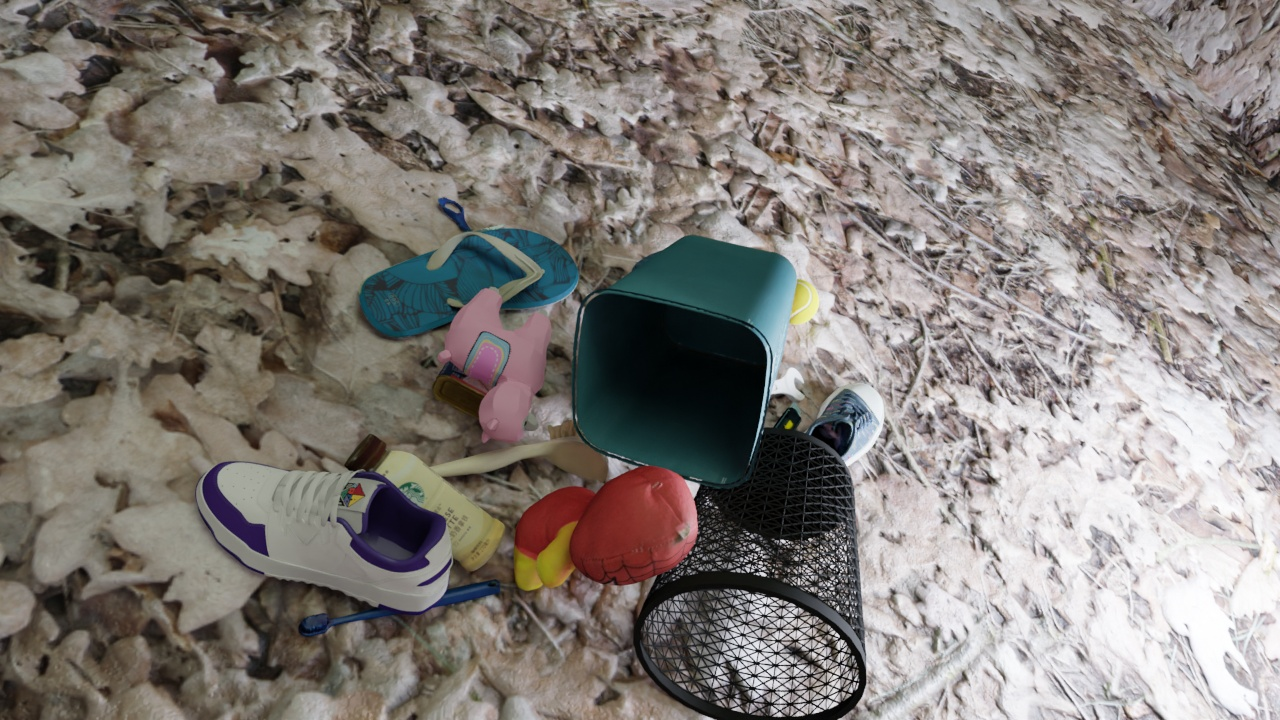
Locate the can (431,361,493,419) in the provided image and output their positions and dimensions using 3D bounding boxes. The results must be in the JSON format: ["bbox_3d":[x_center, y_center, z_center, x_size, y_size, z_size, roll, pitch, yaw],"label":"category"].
[{"bbox_3d":[-0.175,0.028,1.015,0.100,0.054,0.058,29,48,-5],"label":"can"}]

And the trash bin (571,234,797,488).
[{"bbox_3d":[0.062,-0.018,0.970,0.199,0.197,0.218,15,32,15],"label":"trash bin"}]

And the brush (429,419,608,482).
[{"bbox_3d":[-0.153,0.109,0.969,0.271,0.062,0.077,-5,42,-27],"label":"brush"}]

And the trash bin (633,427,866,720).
[{"bbox_3d":[0.128,0.209,0.944,0.217,0.218,0.242,29,40,-5],"label":"trash bin"}]

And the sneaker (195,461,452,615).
[{"bbox_3d":[-0.278,0.139,0.817,0.244,0.111,0.091,23,41,-4],"label":"sneaker"}]

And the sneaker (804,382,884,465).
[{"bbox_3d":[0.263,0.091,1.191,0.087,0.079,0.234,45,47,10],"label":"sneaker"}]

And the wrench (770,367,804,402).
[{"bbox_3d":[0.137,0.037,1.155,0.272,0.009,0.047,-3,72,-51],"label":"wrench"}]

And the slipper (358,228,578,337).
[{"bbox_3d":[-0.194,-0.105,1.098,0.294,0.060,0.118,-21,74,-38],"label":"slipper"}]

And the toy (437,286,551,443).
[{"bbox_3d":[-0.151,0.008,0.963,0.123,0.067,0.157,23,54,-9],"label":"toy"}]

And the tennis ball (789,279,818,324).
[{"bbox_3d":[0.223,-0.084,1.317,0.065,0.065,0.065,15,49,-18],"label":"tennis ball"}]

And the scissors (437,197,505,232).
[{"bbox_3d":[-0.221,-0.161,1.167,0.127,0.014,0.133,-29,71,-41],"label":"scissors"}]

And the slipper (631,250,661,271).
[{"bbox_3d":[0.068,-0.097,1.195,0.103,0.059,0.214,-29,33,-20],"label":"slipper"}]

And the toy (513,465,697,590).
[{"bbox_3d":[-0.033,0.162,0.876,0.147,0.217,0.099,-34,99,-40],"label":"toy"}]

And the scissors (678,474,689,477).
[{"bbox_3d":[0.026,0.141,0.995,0.011,0.126,0.127,55,17,1],"label":"scissors"}]

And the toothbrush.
[{"bbox_3d":[-0.219,0.228,0.856,0.189,0.017,0.016,-5,58,-32],"label":"toothbrush"}]

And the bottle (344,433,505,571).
[{"bbox_3d":[-0.208,0.135,0.884,0.162,0.057,0.056,41,44,-14],"label":"bottle"}]

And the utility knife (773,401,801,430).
[{"bbox_3d":[0.167,0.107,1.163,0.029,0.020,0.173,41,48,2],"label":"utility knife"}]
